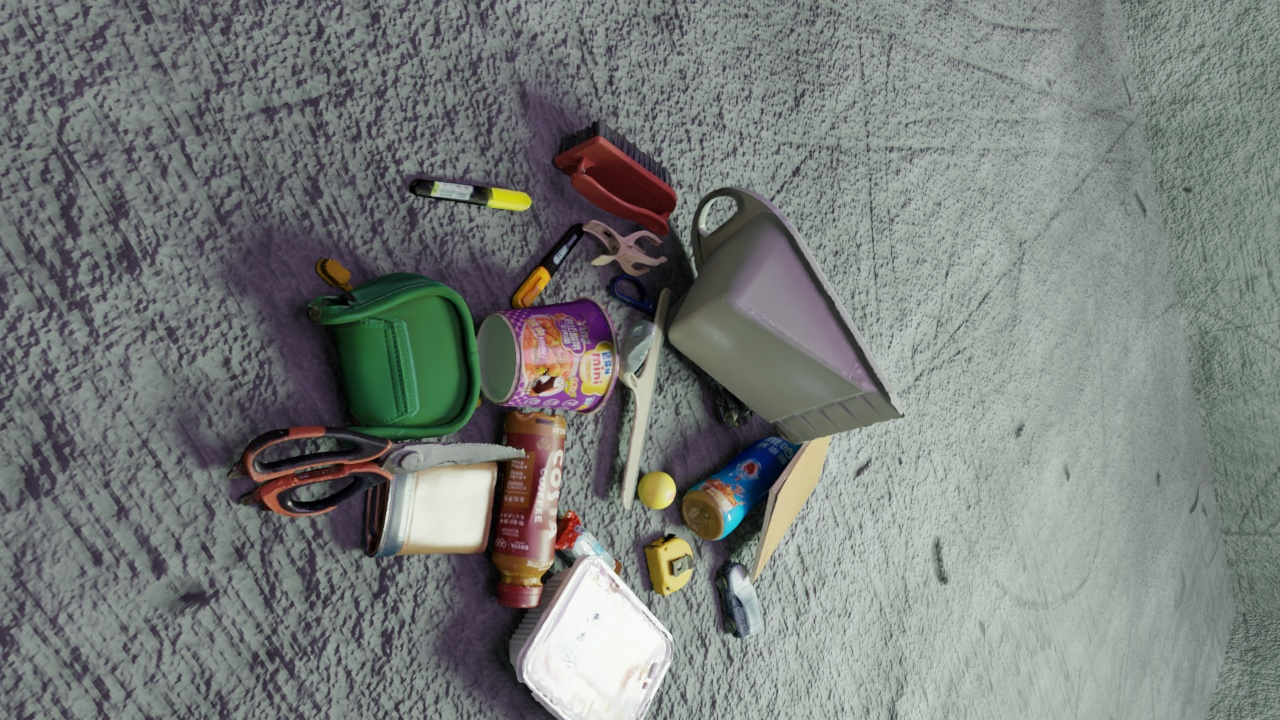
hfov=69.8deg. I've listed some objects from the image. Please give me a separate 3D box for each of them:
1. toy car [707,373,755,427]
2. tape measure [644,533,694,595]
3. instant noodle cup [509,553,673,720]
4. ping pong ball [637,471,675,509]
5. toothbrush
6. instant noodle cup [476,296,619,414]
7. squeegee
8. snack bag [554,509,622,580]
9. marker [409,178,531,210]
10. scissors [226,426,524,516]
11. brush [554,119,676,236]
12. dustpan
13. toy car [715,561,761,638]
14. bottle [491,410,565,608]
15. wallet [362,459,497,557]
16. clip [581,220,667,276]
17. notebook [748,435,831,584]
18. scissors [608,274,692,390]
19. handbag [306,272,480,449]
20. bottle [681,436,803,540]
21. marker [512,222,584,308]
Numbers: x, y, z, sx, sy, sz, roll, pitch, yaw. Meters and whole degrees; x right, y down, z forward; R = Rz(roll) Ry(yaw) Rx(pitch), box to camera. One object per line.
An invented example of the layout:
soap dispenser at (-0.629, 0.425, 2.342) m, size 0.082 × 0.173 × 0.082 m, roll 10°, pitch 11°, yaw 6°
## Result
toy car at (0.103, 0.027, 1.076) m, size 0.048 × 0.031 × 0.105 m, roll -28°, pitch 105°, yaw -42°
tape measure at (0.035, 0.221, 1.000) m, size 0.057 × 0.029 × 0.060 m, roll -18°, pitch 102°, yaw -45°
instant noodle cup at (-0.054, 0.282, 0.886) m, size 0.173 × 0.060 × 0.137 m, roll 53°, pitch 54°, yaw -29°
ping pong ball at (0.017, 0.138, 0.977) m, size 0.040 × 0.040 × 0.040 m, roll 3°, pitch 86°, yaw -46°
toothbrush at (-0.199, -0.019, 0.779) m, size 0.190 × 0.017 × 0.015 m, roll 48°, pitch 57°, yaw -33°
instant noodle cup at (-0.089, -0.003, 0.833) m, size 0.099 × 0.112 × 0.111 m, roll -3°, pitch 90°, yaw -38°
squeegee at (-0.005, 0.005, 0.867) m, size 0.247 × 0.039 × 0.246 m, roll 89°, pitch 12°, yaw -75°
snack bag at (-0.051, 0.194, 0.915) m, size 0.105 × 0.026 × 0.045 m, roll 53°, pitch 45°, yaw -31°
marker at (-0.153, -0.150, 0.835) m, size 0.124 × 0.015 × 0.018 m, roll -1°, pitch 88°, yaw -43°
scissors at (-0.197, 0.090, 0.723) m, size 0.177 × 0.015 × 0.210 m, roll -47°, pitch 129°, yaw 6°
brush at (-0.017, -0.179, 0.941) m, size 0.145 × 0.063 × 0.069 m, roll 25°, pitch 59°, yaw -44°
dustpan at (0.143, -0.051, 0.969) m, size 0.257 × 0.223 × 0.142 m, roll 34°, pitch 69°, yaw -10°
toy car at (0.118, 0.282, 1.081) m, size 0.042 × 0.034 × 0.090 m, roll -19°, pitch 100°, yaw -42°
bottle at (-0.104, 0.135, 0.841) m, size 0.057 × 0.058 × 0.175 m, roll 11°, pitch 80°, yaw -45°
wallet at (-0.178, 0.122, 0.786) m, size 0.115 × 0.033 × 0.090 m, roll 11°, pitch 84°, yaw -46°
clip at (-0.018, -0.115, 0.948) m, size 0.100 × 0.035 × 0.076 m, roll 3°, pitch 67°, yaw -48°
notebook at (0.188, 0.153, 1.105) m, size 0.210 × 0.012 × 0.150 m, roll -43°, pitch 148°, yaw -47°
scissors at (0.019, -0.040, 1.008) m, size 0.162 × 0.012 × 0.175 m, roll 49°, pitch 54°, yaw -33°
handbag at (-0.195, 0.000, 0.732) m, size 0.120 × 0.068 × 0.131 m, roll -18°, pitch 112°, yaw -33°
bottle at (0.136, 0.135, 1.082) m, size 0.218 × 0.065 × 0.065 m, roll -28°, pitch 108°, yaw -43°
marker at (-0.087, -0.094, 0.899) m, size 0.123 × 0.015 × 0.018 m, roll -57°, pitch 132°, yaw -34°
